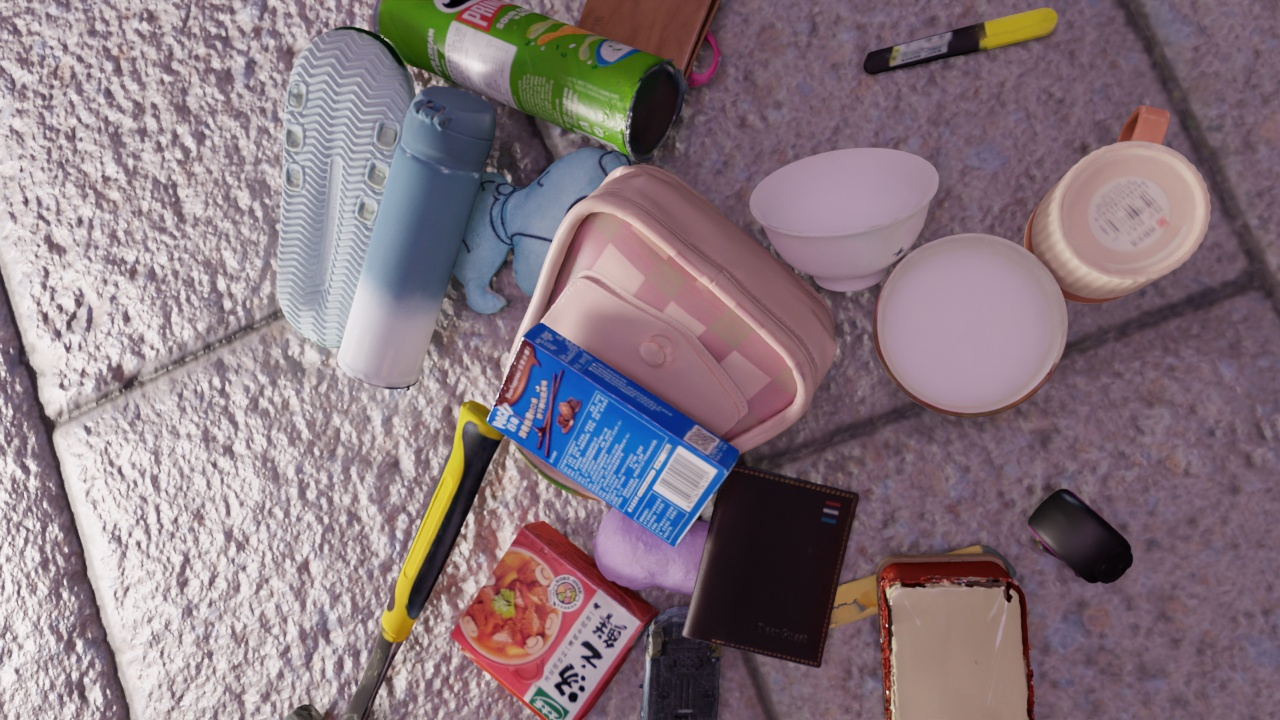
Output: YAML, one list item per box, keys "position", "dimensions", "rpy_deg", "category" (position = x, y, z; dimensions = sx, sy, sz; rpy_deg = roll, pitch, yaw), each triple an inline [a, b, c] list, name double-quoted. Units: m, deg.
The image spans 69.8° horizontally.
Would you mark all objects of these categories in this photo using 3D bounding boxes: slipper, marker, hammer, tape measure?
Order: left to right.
- position: [-0.220, -0.127, 0.711]
  dimensions: [0.104, 0.074, 0.246]
  rpy_deg: [21, 110, 14]
  category: "slipper"
- position: [-0.172, 0.183, 0.676]
  dimensions: [0.126, 0.031, 0.323]
  rpy_deg: [32, 102, 35]
  category: "hammer"
- position: [0.213, -0.213, 0.618]
  dimensions: [0.124, 0.015, 0.018]
  rpy_deg: [-9, 85, 19]
  category: "marker"
- position: [0.271, 0.111, 0.570]
  dimensions: [0.058, 0.057, 0.039]
  rpy_deg: [43, 101, 4]
  category: "tape measure"

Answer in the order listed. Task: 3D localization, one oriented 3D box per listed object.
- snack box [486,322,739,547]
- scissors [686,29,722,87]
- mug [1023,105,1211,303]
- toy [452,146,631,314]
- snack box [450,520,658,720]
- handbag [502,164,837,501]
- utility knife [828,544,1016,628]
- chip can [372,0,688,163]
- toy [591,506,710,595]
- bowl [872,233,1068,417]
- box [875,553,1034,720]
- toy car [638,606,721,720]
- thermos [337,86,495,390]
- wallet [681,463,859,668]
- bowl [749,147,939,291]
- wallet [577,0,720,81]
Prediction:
- position: [-0.021, 0.050, 0.607]
  dimensions: [0.157, 0.026, 0.085]
  rpy_deg: [33, 128, 6]
  category: "snack box"
- position: [0.023, -0.265, 0.673]
  dimensions: [0.096, 0.017, 0.137]
  rpy_deg: [-2, 85, 23]
  category: "scissors"
- position: [0.285, -0.094, 0.546]
  dimensions: [0.082, 0.105, 0.114]
  rpy_deg: [20, 94, 15]
  category: "mug"
- position: [-0.071, -0.094, 0.677]
  dimensions: [0.156, 0.049, 0.162]
  rpy_deg: [31, 107, 13]
  category: "toy"
- position: [-0.069, 0.202, 0.671]
  dimensions: [0.113, 0.044, 0.127]
  rpy_deg: [35, 98, 14]
  category: "snack box"
- position: [-0.004, 0.004, 0.629]
  dimensions: [0.193, 0.093, 0.235]
  rpy_deg: [42, 120, -1]
  category: "handbag"
- position: [0.165, 0.160, 0.625]
  dimensions: [0.173, 0.019, 0.031]
  rpy_deg: [-23, 77, 19]
  category: "utility knife"
- position: [-0.083, -0.213, 0.654]
  dimensions: [0.236, 0.072, 0.072]
  rpy_deg: [28, 96, 23]
  category: "chip can"
- position: [0.019, 0.133, 0.650]
  dimensions: [0.108, 0.039, 0.084]
  rpy_deg: [7, 93, 10]
  category: "toy"
- position: [0.207, -0.021, 0.589]
  dimensions: [0.113, 0.062, 0.113]
  rpy_deg: [0, 88, 14]
  category: "bowl"
- position: [0.194, 0.212, 0.570]
  dimensions: [0.091, 0.079, 0.168]
  rpy_deg: [-4, 92, 11]
  category: "box"
- position: [0.027, 0.232, 0.642]
  dimensions: [0.054, 0.037, 0.120]
  rpy_deg: [3, 95, -12]
  category: "toy car"
- position: [-0.161, -0.086, 0.664]
  dimensions: [0.070, 0.070, 0.221]
  rpy_deg: [29, 112, 15]
  category: "thermos"
- position: [0.089, 0.138, 0.623]
  dimensions: [0.096, 0.020, 0.122]
  rpy_deg: [15, 84, -1]
  category: "wallet"
- position: [0.135, -0.085, 0.603]
  dimensions: [0.118, 0.118, 0.065]
  rpy_deg: [-5, 126, 16]
  category: "bowl"
- position: [0.003, -0.248, 0.662]
  dimensions: [0.101, 0.020, 0.115]
  rpy_deg: [23, 96, 25]
  category: "wallet"
